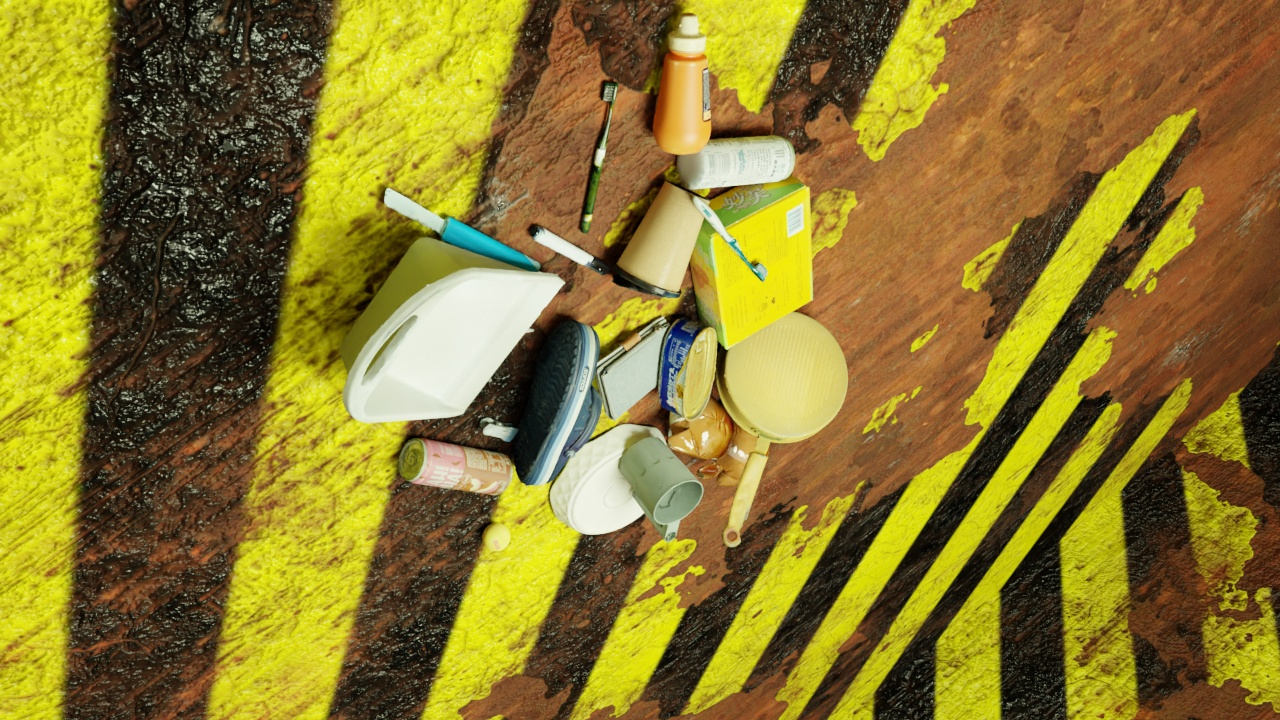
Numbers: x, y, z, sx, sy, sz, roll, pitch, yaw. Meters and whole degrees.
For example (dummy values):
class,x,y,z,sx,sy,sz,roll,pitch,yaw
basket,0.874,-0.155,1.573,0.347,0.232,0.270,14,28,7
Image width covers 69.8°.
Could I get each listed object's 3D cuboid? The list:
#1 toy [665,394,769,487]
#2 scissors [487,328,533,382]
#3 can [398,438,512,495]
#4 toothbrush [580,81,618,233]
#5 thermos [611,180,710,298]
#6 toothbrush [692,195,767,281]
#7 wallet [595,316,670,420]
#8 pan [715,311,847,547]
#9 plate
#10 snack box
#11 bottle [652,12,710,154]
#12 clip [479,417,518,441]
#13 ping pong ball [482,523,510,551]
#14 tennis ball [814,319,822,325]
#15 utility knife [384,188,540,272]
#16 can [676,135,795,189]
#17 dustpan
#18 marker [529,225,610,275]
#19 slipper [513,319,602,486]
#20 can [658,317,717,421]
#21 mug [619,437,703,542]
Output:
class,x,y,z,sx,sy,sz,roll,pitch,yaw
toy,0.106,0.113,1.414,0.131,0.140,0.199,-12,151,33
scissors,-0.229,-0.043,1.066,0.232,0.021,0.221,-19,136,-22
can,-0.237,0.139,1.194,0.147,0.058,0.058,18,113,-46
toothbrush,-0.051,-0.228,1.048,0.017,0.012,0.186,-6,129,-27
thermos,0.028,-0.145,1.133,0.093,0.093,0.143,10,110,-43
toothbrush,0.114,-0.151,1.138,0.018,0.016,0.191,-53,137,-3
wallet,-0.008,0.007,1.271,0.129,0.037,0.107,-39,139,-25
pan,0.184,0.098,1.346,0.197,0.078,0.356,19,75,-7
plate,-0.038,0.190,1.409,0.204,0.045,0.205,-21,135,-23
snack box,0.150,-0.137,1.244,0.157,0.070,0.210,-29,139,-14
bottle,0.049,-0.308,1.021,0.066,0.067,0.150,-16,127,-27
clip,-0.189,0.092,1.220,0.025,0.036,0.058,-49,140,12
ping pong ball,-0.210,0.257,1.335,0.040,0.040,0.040,-22,136,-22
tennis ball,0.258,-0.033,1.428,0.065,0.065,0.066,-22,136,-22
utility knife,-0.194,-0.136,1.010,0.034,0.018,0.223,-49,141,12
can,0.118,-0.245,1.131,0.146,0.058,0.058,-12,132,-31
dustpan,-0.205,-0.012,0.987,0.257,0.142,0.223,26,109,-45
marker,-0.083,-0.131,1.103,0.130,0.023,0.018,24,82,-49
slipper,-0.096,0.067,1.203,0.095,0.105,0.253,3,126,-31
can,0.066,0.013,1.291,0.074,0.049,0.148,-32,136,-44
mug,0.025,0.188,1.342,0.083,0.103,0.124,-14,134,-30
